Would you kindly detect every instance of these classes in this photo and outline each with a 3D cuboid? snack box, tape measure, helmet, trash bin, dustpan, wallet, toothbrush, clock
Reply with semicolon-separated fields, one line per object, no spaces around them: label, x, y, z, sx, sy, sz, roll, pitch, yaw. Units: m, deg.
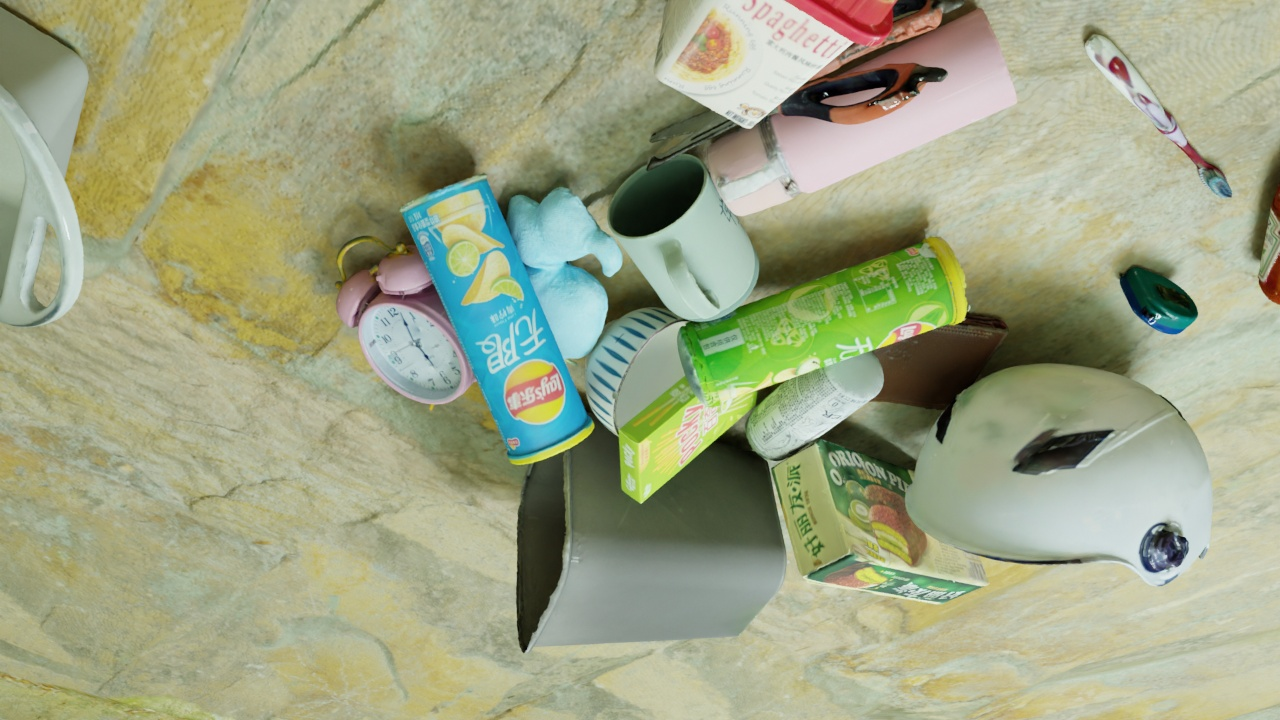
snack box;0.233;0.160;0.875;0.239;0.114;0.063;19;137;-40
tape measure;0.418;-0.048;0.735;0.054;0.058;0.025;16;135;-11
helmet;0.352;0.078;0.769;0.258;0.229;0.146;1;100;-30
trash bin;0.003;0.170;0.890;0.219;0.198;0.199;9;137;-17
dustpan;-0.482;-0.144;0.607;0.257;0.142;0.223;24;132;-24
wallet;0.244;-0.003;0.808;0.124;0.032;0.101;6;134;-6
toothbrush;0.366;-0.166;0.642;0.187;0.017;0.016;31;128;-28
clock;-0.184;-0.035;0.748;0.117;0.059;0.158;-19;114;37
snack box;0.044;0.048;0.795;0.026;0.156;0.086;34;146;30

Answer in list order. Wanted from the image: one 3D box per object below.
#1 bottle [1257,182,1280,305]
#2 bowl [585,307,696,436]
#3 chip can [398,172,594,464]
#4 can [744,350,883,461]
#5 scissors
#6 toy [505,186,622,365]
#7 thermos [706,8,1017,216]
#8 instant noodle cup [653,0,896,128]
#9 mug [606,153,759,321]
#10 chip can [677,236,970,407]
bottle;0.487;-0.125;0.653;0.060;0.059;0.206;-12;132;14
bowl;-0.005;0.005;0.782;0.066;0.116;0.117;31;147;32
chip can;-0.106;-0.030;0.692;0.071;0.071;0.210;-18;102;19
can;0.150;0.038;0.812;0.058;0.058;0.147;17;147;-15
scissors;0.100;-0.171;0.594;0.197;0.213;0.015;-46;129;-4
toy;-0.069;-0.059;0.731;0.162;0.049;0.156;-1;119;40
thermos;0.141;-0.157;0.611;0.199;0.087;0.067;-21;107;20
instant noodle cup;0.073;-0.215;0.542;0.116;0.116;0.124;23;145;-21
mug;0.037;-0.077;0.677;0.082;0.111;0.106;-23;133;17
chip can;0.139;-0.028;0.723;0.221;0.072;0.073;-19;134;3
